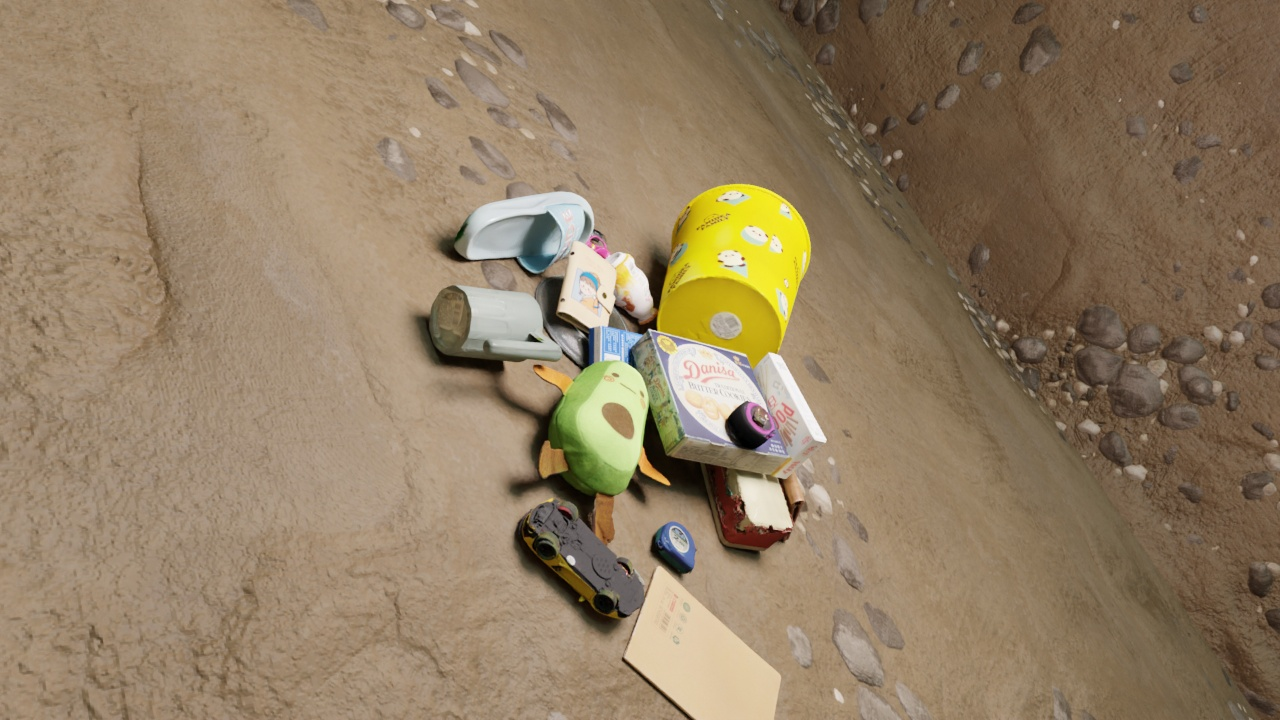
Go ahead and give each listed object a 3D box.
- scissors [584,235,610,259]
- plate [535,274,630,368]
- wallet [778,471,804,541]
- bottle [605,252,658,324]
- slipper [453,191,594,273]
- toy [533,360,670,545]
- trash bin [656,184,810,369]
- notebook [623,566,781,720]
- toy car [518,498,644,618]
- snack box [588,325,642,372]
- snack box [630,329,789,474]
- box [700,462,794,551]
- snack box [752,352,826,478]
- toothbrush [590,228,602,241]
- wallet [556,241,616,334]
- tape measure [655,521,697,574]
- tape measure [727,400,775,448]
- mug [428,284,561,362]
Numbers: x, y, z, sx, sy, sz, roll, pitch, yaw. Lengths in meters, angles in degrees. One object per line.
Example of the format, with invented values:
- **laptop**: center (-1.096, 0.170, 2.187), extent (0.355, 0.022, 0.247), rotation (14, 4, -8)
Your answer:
- **scissors**: center (-0.095, -0.173, 1.375), extent (0.133, 0.017, 0.057), rotation (8, 60, -44)
- **plate**: center (-0.066, -0.052, 1.267), extent (0.179, 0.024, 0.179), rotation (33, 34, -27)
- **wallet**: center (0.198, 0.182, 1.281), extent (0.020, 0.115, 0.101), rotation (-6, 52, -7)
- **bottle**: center (-0.017, -0.104, 1.354), extent (0.108, 0.063, 0.063), rotation (54, 27, -21)
- **slipper**: center (-0.141, -0.165, 1.221), extent (0.074, 0.104, 0.244), rotation (51, 34, 17)
- **toy**: center (-0.047, 0.085, 1.075), extent (0.227, 0.090, 0.246), rotation (47, 33, -23)
- **trash bin**: center (0.137, -0.114, 1.410), extent (0.229, 0.230, 0.254), rotation (41, 35, -14)
- **notebook**: center (0.075, 0.343, 1.024), extent (0.207, 0.008, 0.147), rotation (44, 31, -9)
- **toy car**: center (-0.060, 0.211, 0.961), extent (0.156, 0.041, 0.071), rotation (44, 31, -7)
- **snack box**: center (-0.007, 0.007, 1.243), extent (0.157, 0.026, 0.084), rotation (12, 74, -47)
- **snack box**: center (0.090, 0.054, 1.206), extent (0.177, 0.046, 0.182), rotation (14, 43, -36)
- **box**: center (0.142, 0.162, 1.233), extent (0.091, 0.077, 0.168), rotation (15, 45, -32)
- **snack box**: center (0.186, 0.074, 1.249), extent (0.026, 0.085, 0.156), rotation (15, 39, -36)
- **toothbrush**: center (-0.125, -0.206, 1.375), extent (0.189, 0.014, 0.016), rotation (10, 71, -46)
- **wallet**: center (-0.069, -0.093, 1.235), extent (0.087, 0.024, 0.115), rotation (30, 54, -34)
- **tape measure**: center (0.041, 0.222, 1.099), extent (0.058, 0.025, 0.054), rotation (44, 28, -17)
- **tape measure**: center (0.140, 0.079, 1.150), extent (0.057, 0.039, 0.057), rotation (39, 35, -7)
- **mug**: center (-0.164, -0.034, 1.040), extent (0.103, 0.084, 0.124), rotation (5, 21, -48)
